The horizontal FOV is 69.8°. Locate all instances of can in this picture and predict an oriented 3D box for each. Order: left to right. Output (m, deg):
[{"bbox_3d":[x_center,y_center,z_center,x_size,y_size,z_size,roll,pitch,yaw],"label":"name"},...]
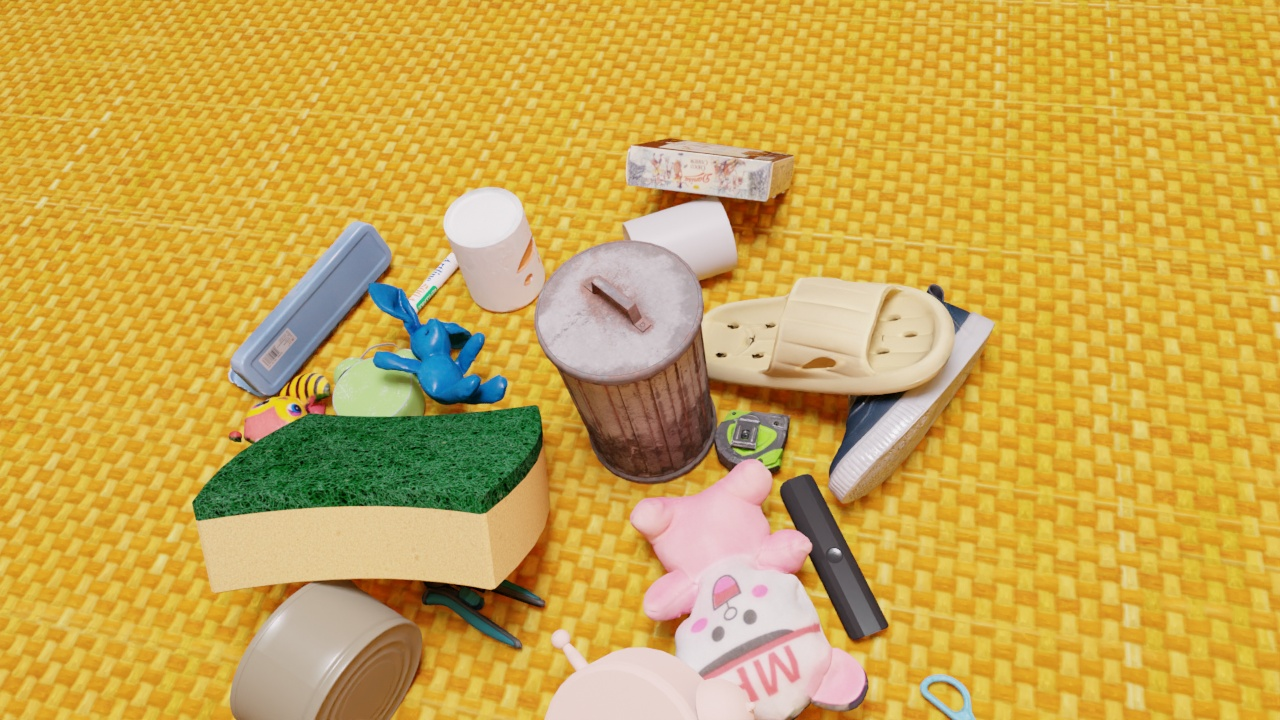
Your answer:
[{"bbox_3d":[-0.236,0.239,0.703,0.073,0.128,0.127,24,63,20],"label":"can"}]

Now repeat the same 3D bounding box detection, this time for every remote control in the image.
[{"bbox_3d":[0.159,0.161,0.765,0.033,0.015,0.146,-20,56,-5],"label":"remote control"}]

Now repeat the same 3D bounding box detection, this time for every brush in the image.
[{"bbox_3d":[-0.205,0.107,0.753,0.250,0.075,0.194,-2,16,6],"label":"brush"}]

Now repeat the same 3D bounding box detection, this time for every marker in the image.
[{"bbox_3d":[-0.203,-0.107,0.995,0.017,0.017,0.145,26,64,22],"label":"marker"}]

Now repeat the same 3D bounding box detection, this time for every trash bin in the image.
[{"bbox_3d":[-0.005,0.004,0.771,0.131,0.211,0.130,-5,58,7],"label":"trash bin"}]

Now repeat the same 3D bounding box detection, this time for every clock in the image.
[{"bbox_3d":[-0.253,0.033,0.894,0.094,0.043,0.119,-10,55,0],"label":"clock"},{"bbox_3d":[-0.006,0.276,0.643,0.161,0.086,0.131,9,92,19],"label":"clock"}]

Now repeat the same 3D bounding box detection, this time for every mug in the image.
[{"bbox_3d":[-0.147,-0.111,0.936,0.082,0.105,0.082,-4,57,5],"label":"mug"},{"bbox_3d":[0.036,-0.123,0.943,0.097,0.079,0.111,-18,28,-4],"label":"mug"}]

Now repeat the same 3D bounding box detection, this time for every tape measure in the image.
[{"bbox_3d":[0.099,0.072,0.820,0.066,0.036,0.058,5,59,11],"label":"tape measure"}]

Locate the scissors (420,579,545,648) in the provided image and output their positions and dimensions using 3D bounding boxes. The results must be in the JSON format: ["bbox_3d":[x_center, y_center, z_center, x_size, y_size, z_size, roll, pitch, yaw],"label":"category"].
[{"bbox_3d":[-0.151,0.200,0.782,0.131,0.019,0.149,-18,57,-5],"label":"scissors"}]

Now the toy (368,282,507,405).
[{"bbox_3d":[-0.184,-0.004,0.863,0.176,0.112,0.071,45,113,38],"label":"toy"}]

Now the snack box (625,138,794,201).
[{"bbox_3d":[0.076,-0.200,0.953,0.147,0.041,0.142,11,19,15],"label":"snack box"}]

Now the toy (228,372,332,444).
[{"bbox_3d":[-0.345,0.053,0.892,0.084,0.046,0.103,4,44,37],"label":"toy"}]

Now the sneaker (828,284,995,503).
[{"bbox_3d":[0.222,0.022,0.807,0.087,0.089,0.235,34,61,22],"label":"sneaker"}]

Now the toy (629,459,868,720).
[{"bbox_3d":[0.076,0.189,0.718,0.142,0.084,0.213,-21,54,-2],"label":"toy"}]

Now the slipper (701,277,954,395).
[{"bbox_3d":[0.140,-0.033,0.805,0.262,0.079,0.111,-1,50,40],"label":"slipper"}]

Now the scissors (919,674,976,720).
[{"bbox_3d":[0.252,0.283,0.677,0.138,0.015,0.119,-2,57,-1],"label":"scissors"}]

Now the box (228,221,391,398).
[{"bbox_3d":[-0.353,-0.059,0.961,0.079,0.072,0.209,17,61,34],"label":"box"}]
